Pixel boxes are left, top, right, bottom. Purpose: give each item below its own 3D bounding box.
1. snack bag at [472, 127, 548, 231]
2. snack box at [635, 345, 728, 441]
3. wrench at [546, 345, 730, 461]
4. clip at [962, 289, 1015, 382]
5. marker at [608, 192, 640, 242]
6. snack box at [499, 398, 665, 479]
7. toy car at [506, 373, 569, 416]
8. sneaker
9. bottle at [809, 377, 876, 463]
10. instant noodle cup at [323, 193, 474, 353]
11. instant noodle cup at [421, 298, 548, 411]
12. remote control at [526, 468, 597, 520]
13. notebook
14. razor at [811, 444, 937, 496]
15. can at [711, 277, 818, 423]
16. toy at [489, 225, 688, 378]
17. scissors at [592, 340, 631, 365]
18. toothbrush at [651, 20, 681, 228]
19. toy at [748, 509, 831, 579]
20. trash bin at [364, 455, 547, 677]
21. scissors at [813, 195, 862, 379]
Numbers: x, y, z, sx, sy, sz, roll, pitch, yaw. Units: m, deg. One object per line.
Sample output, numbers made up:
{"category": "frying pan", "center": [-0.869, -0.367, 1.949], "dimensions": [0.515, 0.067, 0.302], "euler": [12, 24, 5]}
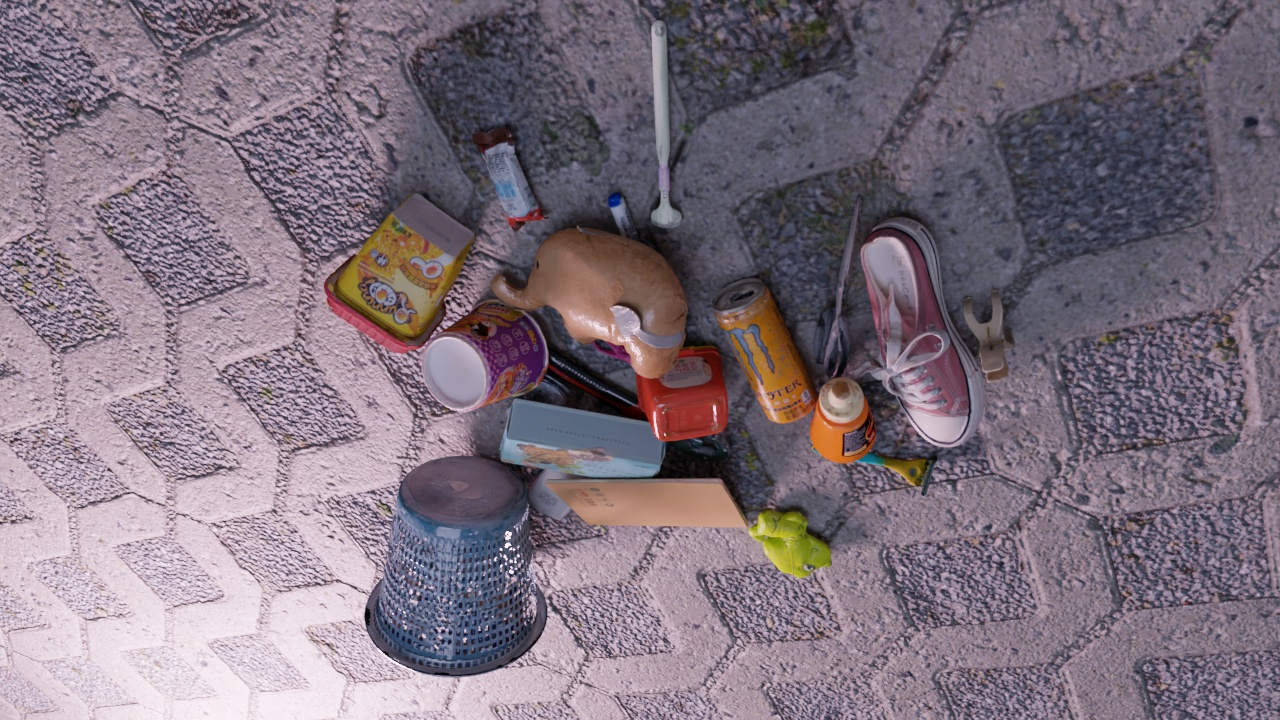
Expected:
{"category": "snack bag", "center": [-0.126, -0.173, 0.885], "dimensions": [0.045, 0.026, 0.105], "euler": [-3, 125, 29]}
{"category": "snack box", "center": [0.045, 0.035, 0.942], "dimensions": [0.091, 0.080, 0.082], "euler": [-9, 126, -4]}
{"category": "wrench", "center": [-0.024, 0.043, 1.019], "dimensions": [0.273, 0.016, 0.056], "euler": [29, 142, -4]}
{"category": "clip", "center": [0.313, -0.028, 0.828], "dimensions": [0.035, 0.102, 0.095], "euler": [-14, 95, 27]}
{"category": "marker", "center": [-0.001, -0.099, 0.910], "dimensions": [0.017, 0.016, 0.146], "euler": [-9, 123, 22]}
{"category": "snack box", "center": [-0.064, 0.092, 1.010], "dimensions": [0.175, 0.051, 0.074], "euler": [11, 152, -8]}
{"category": "toy car", "center": [-0.119, 0.051, 1.042], "dimensions": [0.049, 0.031, 0.106], "euler": [34, 139, -7]}
{"category": "sneaker", "center": [0.247, -0.009, 0.843], "dimensions": [0.118, 0.087, 0.241], "euler": [4, 127, 44]}
{"category": "bottle", "center": [0.198, 0.054, 0.898], "dimensions": [0.067, 0.066, 0.149], "euler": [3, 159, 14]}
{"category": "instant noodle cup", "center": [-0.238, -0.092, 0.933], "dimensions": [0.116, 0.115, 0.124], "euler": [35, 116, -10]}
{"category": "instant noodle cup", "center": [-0.168, -0.001, 0.962], "dimensions": [0.112, 0.099, 0.112], "euler": [7, 108, 23]}
{"category": "remote control", "center": [-0.085, 0.138, 1.109], "dimensions": [0.058, 0.021, 0.150], "euler": [33, 128, -9]}
{"category": "notebook", "center": [0.010, 0.168, 1.075], "dimensions": [0.208, 0.008, 0.148], "euler": [-3, 151, 19]}
{"category": "razor", "center": [0.248, 0.107, 0.983], "dimensions": [0.132, 0.028, 0.043], "euler": [13, 105, 3]}
{"category": "can", "center": [0.125, -0.008, 0.914], "dimensions": [0.058, 0.058, 0.146], "euler": [-16, 120, 26]}
{"category": "toy", "center": [-0.052, -0.069, 0.904], "dimensions": [0.226, 0.082, 0.144], "euler": [24, 126, 27]}
{"category": "scissors", "center": [-0.006, 0.007, 0.992], "dimensions": [0.108, 0.017, 0.136], "euler": [7, 135, 22]}
{"category": "toothbrush", "center": [0.020, -0.207, 0.823], "dimensions": [0.029, 0.020, 0.190], "euler": [2, 125, 8]}
{"category": "toy", "center": [0.177, 0.216, 1.085], "dimensions": [0.097, 0.031, 0.100], "euler": [1, 122, 16]}
{"category": "trash bin", "center": [-0.218, 0.233, 1.117], "dimensions": [0.227, 0.226, 0.195], "euler": [12, 116, 8]}
{"category": "scissors", "center": [0.186, -0.071, 0.870], "dimensions": [0.014, 0.133, 0.175], "euler": [-2, 85, -11]}
